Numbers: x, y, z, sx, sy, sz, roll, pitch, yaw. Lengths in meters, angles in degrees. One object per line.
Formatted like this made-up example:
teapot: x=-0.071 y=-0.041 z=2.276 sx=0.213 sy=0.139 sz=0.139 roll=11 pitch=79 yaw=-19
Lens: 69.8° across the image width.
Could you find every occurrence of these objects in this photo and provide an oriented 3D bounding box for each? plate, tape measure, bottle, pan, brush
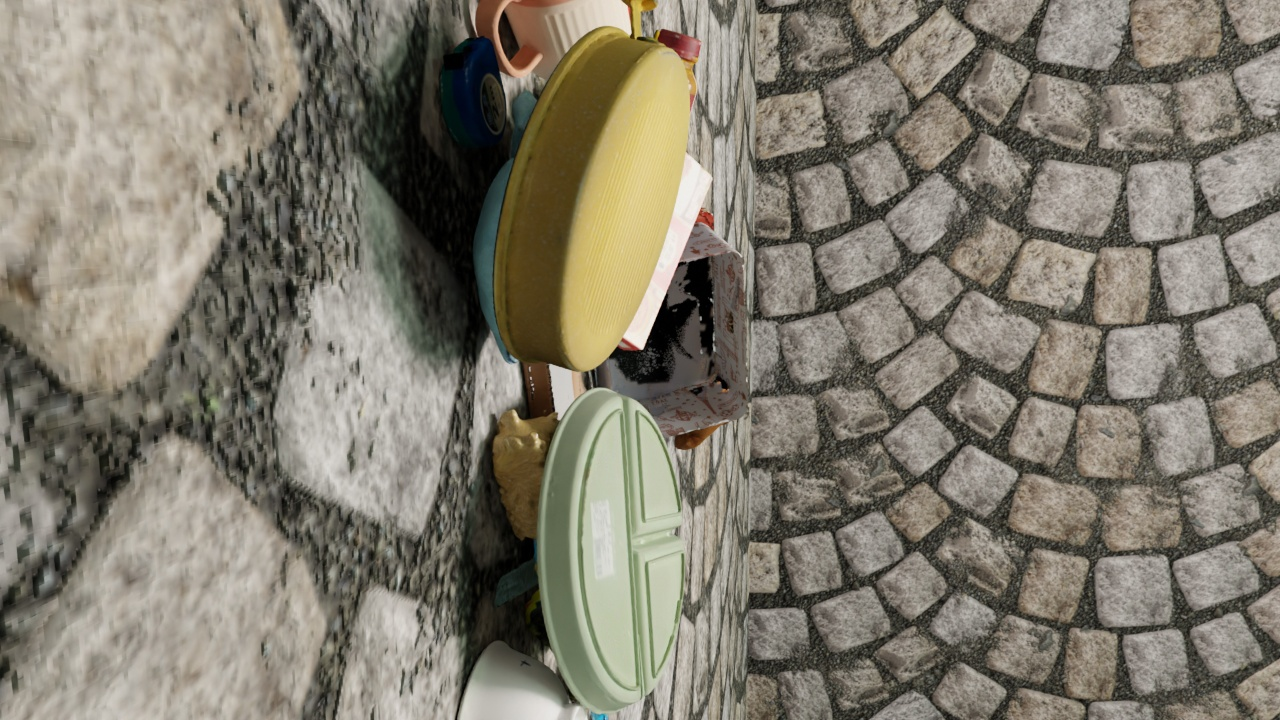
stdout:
plate: x=-0.011 y=0.133 z=0.661 sx=0.229 sy=0.027 sz=0.230 roll=-7 pitch=90 yaw=-69
tape measure: x=-0.097 y=-0.150 z=0.525 sx=0.054 sy=0.025 sz=0.058 roll=-71 pitch=155 yaw=-52
bottle: x=0.013 y=-0.214 z=0.853 sx=0.057 sy=0.057 sz=0.175 roll=-50 pitch=159 yaw=-72
pan: x=-0.015 y=-0.169 z=0.535 sx=0.197 sy=0.078 sz=0.357 roll=13 pitch=95 yaw=-78
brush: x=-0.053 y=0.152 z=0.636 sx=0.083 sy=0.046 sz=0.255 roll=-49 pitch=127 yaw=-77

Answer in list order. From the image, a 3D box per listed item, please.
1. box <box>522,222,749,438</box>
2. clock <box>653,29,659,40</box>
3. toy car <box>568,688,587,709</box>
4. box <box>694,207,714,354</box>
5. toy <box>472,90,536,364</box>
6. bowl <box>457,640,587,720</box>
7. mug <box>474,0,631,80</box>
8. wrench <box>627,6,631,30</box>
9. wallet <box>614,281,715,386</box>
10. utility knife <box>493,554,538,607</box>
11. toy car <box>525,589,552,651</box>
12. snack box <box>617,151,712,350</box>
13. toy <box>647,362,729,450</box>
box: x=-0.014 y=0.001 z=0.789 sx=0.269 sy=0.134 sz=0.180 roll=-32 pitch=129 yaw=-39
clock: x=0.008 y=-0.244 z=0.943 sx=0.117 sy=0.060 sz=0.159 roll=-75 pitch=164 yaw=-45
toy car: x=-0.030 y=0.266 z=0.838 sx=0.070 sy=0.042 sz=0.158 roll=-59 pitch=172 yaw=6
box: x=0.059 y=-0.086 z=1.023 sx=0.092 sy=0.076 sz=0.168 roll=120 pitch=-35 yaw=-58
toy: x=-0.075 y=-0.083 z=0.576 sx=0.156 sy=0.050 sz=0.161 roll=-73 pitch=166 yaw=-66
bowl: x=-0.072 y=0.248 z=0.603 sx=0.118 sy=0.065 sz=0.118 roll=2 pitch=89 yaw=-78
mug: x=-0.060 y=-0.232 z=0.588 sx=0.114 sy=0.082 sz=0.106 roll=-56 pitch=159 yaw=-17
wrench: x=0.003 y=-0.297 z=1.023 sx=0.274 sy=0.016 sz=0.056 roll=73 pitch=20 yaw=-58
wallet: x=0.016 y=-0.034 z=0.897 sx=0.037 sy=0.129 sz=0.107 roll=39 pitch=-36 yaw=50
utility knife: x=-0.057 y=0.149 z=0.710 sx=0.204 sy=0.021 sz=0.031 roll=-12 pitch=92 yaw=-59
toy car: x=-0.060 y=0.197 z=0.712 sx=0.032 sy=0.048 sz=0.105 roll=60 pitch=-6 yaw=32
snack box: x=-0.002 y=-0.091 z=0.677 sx=0.075 sy=0.025 sz=0.152 roll=34 pitch=72 yaw=-38
toy: x=0.062 y=0.009 z=1.106 sx=0.140 sy=0.131 sz=0.199 roll=47 pitch=43 yaw=-32
